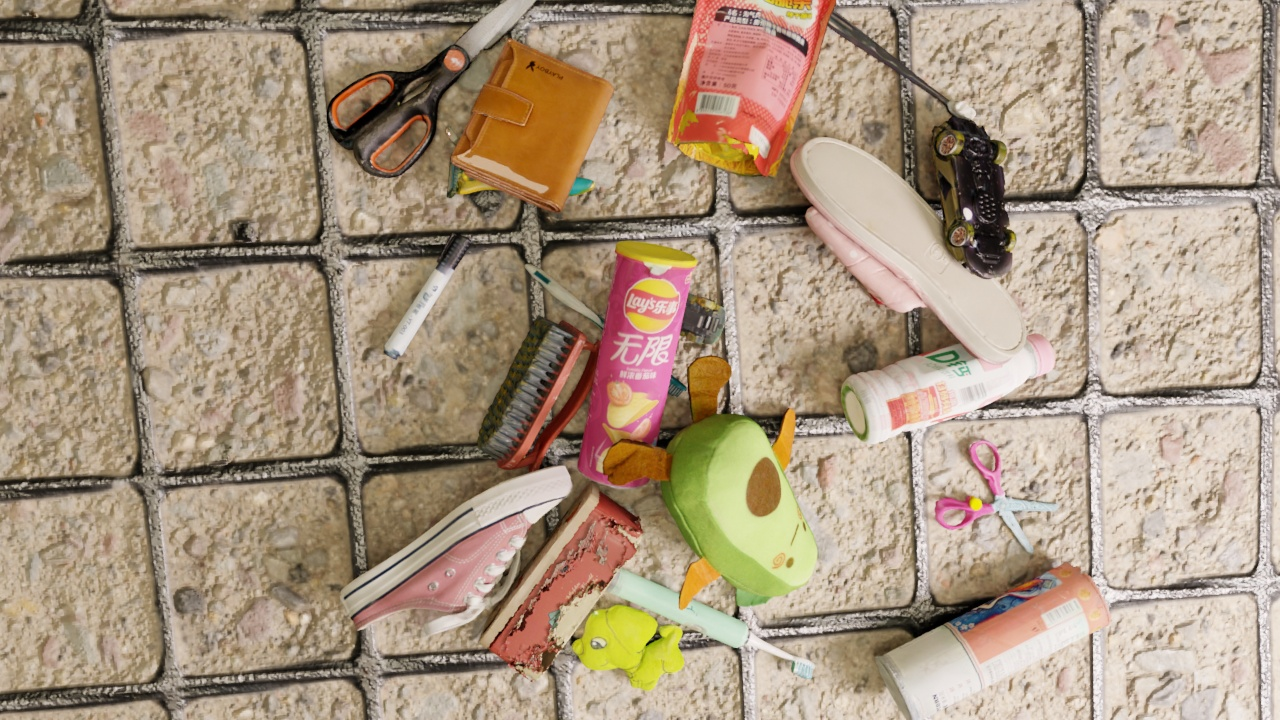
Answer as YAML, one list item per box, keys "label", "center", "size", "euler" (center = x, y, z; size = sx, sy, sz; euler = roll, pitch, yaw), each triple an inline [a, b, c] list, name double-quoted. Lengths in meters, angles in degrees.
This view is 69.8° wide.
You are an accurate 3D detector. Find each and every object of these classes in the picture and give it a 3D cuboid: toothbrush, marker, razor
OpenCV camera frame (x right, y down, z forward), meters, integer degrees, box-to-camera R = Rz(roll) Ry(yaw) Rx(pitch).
- label: "toothbrush"
  center: [-0.033, -0.027, 0.857]
  size: [0.191, 0.016, 0.018]
  euler: [38, 101, -8]
- label: "toothbrush"
  center: [0.239, -0.277, 0.858]
  size: [0.181, 0.018, 0.015]
  euler: [33, 94, -6]
- label: "toothbrush"
  center: [0.070, 0.254, 0.886]
  size: [0.224, 0.027, 0.027]
  euler: [25, 56, -7]
- label: "marker"
  center: [-0.196, -0.059, 0.839]
  size: [0.022, 0.018, 0.131]
  euler: [33, 91, 2]
- label: "razor"
  center: [-0.108, -0.162, 0.831]
  size: [0.132, 0.028, 0.043]
  euler: [3, 74, -4]

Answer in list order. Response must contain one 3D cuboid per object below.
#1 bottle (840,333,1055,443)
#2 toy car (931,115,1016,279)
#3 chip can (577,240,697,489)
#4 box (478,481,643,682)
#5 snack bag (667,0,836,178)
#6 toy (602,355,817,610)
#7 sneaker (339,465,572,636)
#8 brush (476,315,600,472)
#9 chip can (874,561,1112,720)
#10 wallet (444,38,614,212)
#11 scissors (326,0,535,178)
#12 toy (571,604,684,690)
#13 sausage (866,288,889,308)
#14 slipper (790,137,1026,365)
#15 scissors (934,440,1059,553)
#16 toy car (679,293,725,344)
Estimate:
- label: "bottle"
  center: [0.291, 0.020, 0.866]
  size: [0.197, 0.068, 0.068]
  euler: [-17, 96, -7]
- label: "toy car"
  center: [0.303, -0.149, 0.839]
  size: [0.070, 0.042, 0.158]
  euler: [4, 76, -29]
- label: "chip can"
  center: [-0.005, 0.005, 0.814]
  size: [0.071, 0.071, 0.211]
  euler: [9, 107, -6]
- label: "box"
  center: [-0.064, 0.204, 0.837]
  size: [0.079, 0.091, 0.168]
  euler: [36, 91, -4]
- label: "snack bag"
  center: [0.100, -0.278, 0.824]
  size: [0.128, 0.073, 0.208]
  euler: [15, 89, -10]
- label: "toy"
  center: [0.084, 0.124, 0.828]
  size: [0.226, 0.090, 0.247]
  euler: [-51, 117, -26]
- label: "sneaker"
  center: [-0.153, 0.182, 0.822]
  size: [0.241, 0.118, 0.088]
  euler: [-34, 79, 5]
- label: "brush"
  center: [-0.090, 0.036, 0.836]
  size: [0.069, 0.063, 0.146]
  euler: [26, 94, -25]
- label: "chip can"
  center: [0.340, 0.273, 0.889]
  size: [0.214, 0.071, 0.071]
  euler: [-26, 97, -2]
- label: "wallet"
  center: [-0.101, -0.211, 0.815]
  size: [0.119, 0.035, 0.130]
  euler: [23, 77, -8]
- label: "scissors"
  center: [-0.187, -0.270, 0.817]
  size: [0.136, 0.021, 0.235]
  euler: [28, 93, -6]
- label: "toy"
  center: [-0.010, 0.271, 0.879]
  size: [0.096, 0.031, 0.100]
  euler: [-33, 102, -1]
- label: "sausage"
  center: [0.198, -0.116, 0.867]
  size: [0.020, 0.020, 0.156]
  euler: [-31, 96, -2]
- label: "slipper"
  center: [0.238, -0.095, 0.836]
  size: [0.274, 0.055, 0.113]
  euler: [41, 51, -4]
- label: "scissors"
  center: [0.354, 0.133, 0.907]
  size: [0.133, 0.017, 0.125]
  euler: [3, 92, -10]
- label: "toy car"
  center: [0.034, -0.045, 0.849]
  size: [0.091, 0.036, 0.043]
  euler: [21, 101, 8]
